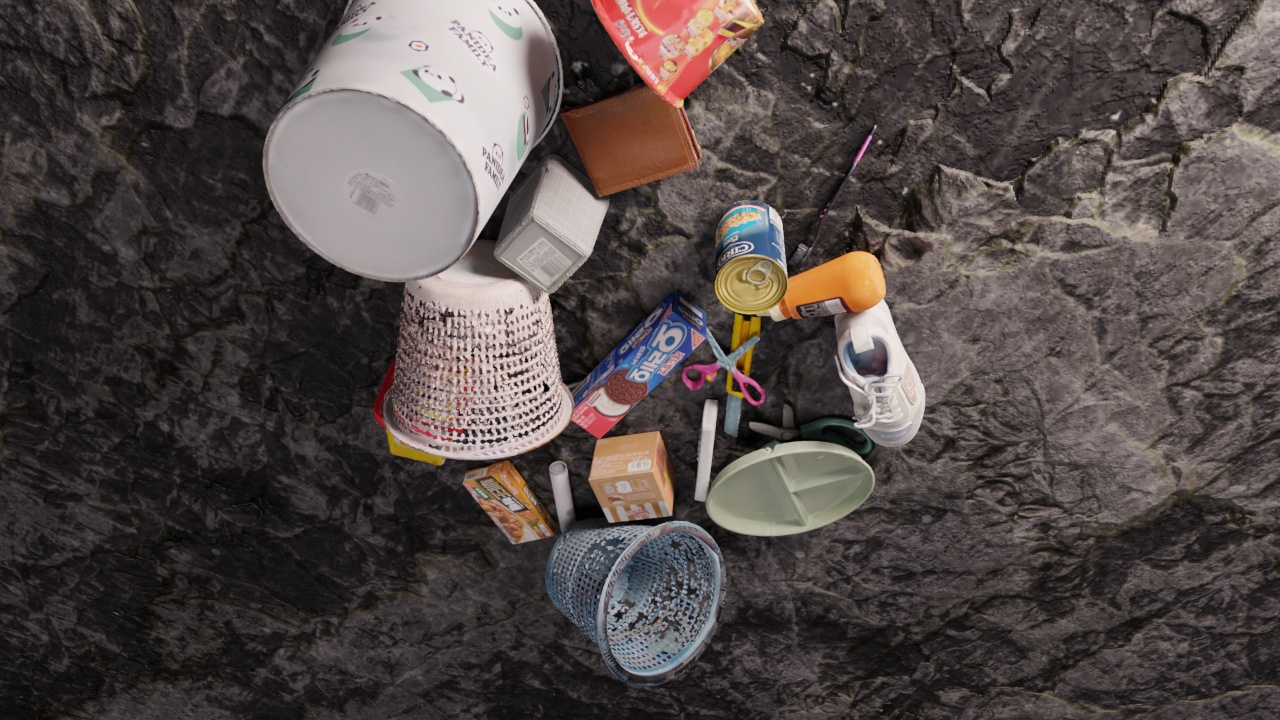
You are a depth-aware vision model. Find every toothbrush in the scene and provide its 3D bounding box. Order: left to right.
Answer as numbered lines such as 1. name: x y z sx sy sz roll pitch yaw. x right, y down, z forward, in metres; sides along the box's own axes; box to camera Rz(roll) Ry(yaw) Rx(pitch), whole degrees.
1. toothbrush: -0.111 0.235 1.377 0.026 0.026 0.221 -24 134 -21
2. toothbrush: -0.070 0.030 1.193 0.213 0.026 0.027 -18 90 20
3. toothbrush: 0.205 -0.173 0.985 0.018 0.014 0.190 25 130 2

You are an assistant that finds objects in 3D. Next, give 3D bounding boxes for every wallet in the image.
1. wallet: -0.009 -0.233 0.952 0.125 0.032 0.101 -14 125 18

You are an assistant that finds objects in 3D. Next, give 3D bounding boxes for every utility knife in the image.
1. utility knife: 0.127 0.019 1.161 0.033 0.015 0.231 7 132 5

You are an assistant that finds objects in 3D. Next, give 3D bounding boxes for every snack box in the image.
1. snack box: -0.194 0.214 1.370 0.075 0.026 0.154 -16 127 20
2. snack box: -0.009 0.161 1.264 0.093 0.076 0.094 -9 128 15
3. snack box: -0.007 0.007 1.123 0.058 0.057 0.208 36 117 -18

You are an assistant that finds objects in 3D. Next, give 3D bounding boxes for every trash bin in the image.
1. trash bin: -0.205 -0.219 0.842 0.229 0.251 0.230 4 131 5
2. trash bin: -0.187 -0.025 1.054 0.227 0.227 0.192 6 119 3
3. trash bin: -0.025 0.317 1.305 0.195 0.226 0.226 11 145 50

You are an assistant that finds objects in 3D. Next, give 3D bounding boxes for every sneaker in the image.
1. sneaker: 0.291 0.034 1.103 0.090 0.090 0.242 -13 129 19

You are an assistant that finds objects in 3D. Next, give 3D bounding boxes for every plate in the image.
1. plate: 0.201 0.175 1.248 0.230 0.027 0.231 -4 142 -3

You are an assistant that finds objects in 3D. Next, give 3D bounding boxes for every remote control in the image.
1. remote control: 0.086 0.122 1.230 0.021 0.058 0.150 7 131 5

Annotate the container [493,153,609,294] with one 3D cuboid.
1. container: -0.097 -0.143 0.984 0.090 0.114 0.090 35 126 -21

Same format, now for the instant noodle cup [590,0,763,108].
1. instant noodle cup: 0.035 -0.313 0.812 0.109 0.137 0.138 -33 120 21

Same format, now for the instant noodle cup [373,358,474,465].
1. instant noodle cup: -0.284 0.071 1.209 0.116 0.116 0.124 15 143 -5

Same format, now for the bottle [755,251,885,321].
1. bottle: 0.198 -0.076 1.041 0.150 0.066 0.067 -15 128 29

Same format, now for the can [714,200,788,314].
1. can: 0.117 -0.113 0.985 0.075 0.111 0.075 3 132 3

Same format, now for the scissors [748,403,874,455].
1. scissors: 0.224 0.125 1.240 0.175 0.019 0.170 8 133 -1

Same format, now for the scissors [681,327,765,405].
1. scissors: 0.108 0.010 1.140 0.136 0.017 0.134 45 131 -5
